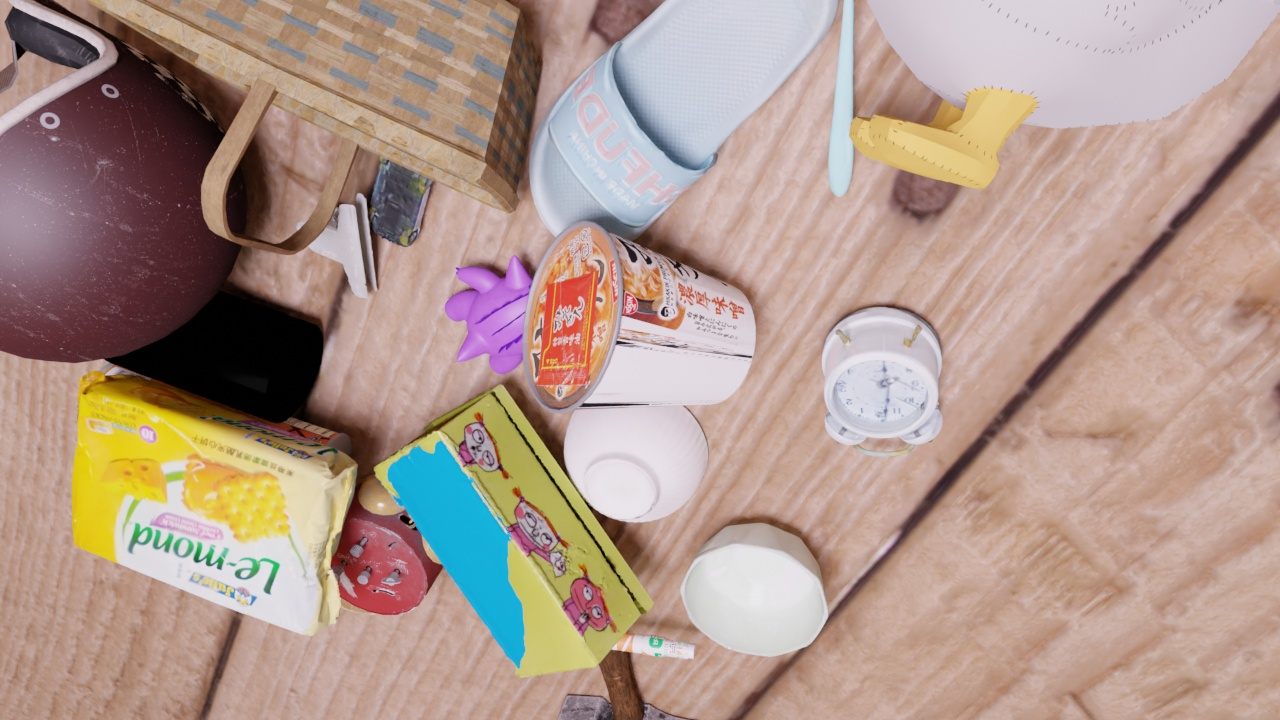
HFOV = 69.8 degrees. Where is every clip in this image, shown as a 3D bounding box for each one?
[{"bbox_3d":[-0.231,-0.090,0.690,0.056,0.046,0.102,25,142,9],"label":"clip"}]

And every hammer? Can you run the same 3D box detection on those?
[{"bbox_3d":[0.004,0.245,0.829,0.218,0.037,0.301,-3,117,17],"label":"hammer"}]

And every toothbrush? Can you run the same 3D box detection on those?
[{"bbox_3d":[0.123,-0.176,0.547,0.016,0.016,0.181,5,133,13],"label":"toothbrush"}]

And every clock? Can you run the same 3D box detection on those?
[{"bbox_3d":[-0.223,0.162,0.817,0.117,0.081,0.159,41,121,-9],"label":"clock"},{"bbox_3d":[0.169,0.021,0.643,0.083,0.056,0.118,-3,125,17],"label":"clock"}]

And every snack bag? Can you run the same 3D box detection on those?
[{"bbox_3d":[-0.343,0.108,0.738,0.247,0.068,0.160,20,115,4],"label":"snack bag"}]

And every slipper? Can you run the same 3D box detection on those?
[{"bbox_3d":[0.016,-0.160,0.571,0.104,0.074,0.246,45,119,-11],"label":"slipper"}]

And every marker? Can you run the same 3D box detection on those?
[{"bbox_3d":[-0.024,0.246,0.806,0.145,0.017,0.017,4,120,14],"label":"marker"}]

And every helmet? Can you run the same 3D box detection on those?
[{"bbox_3d":[-0.394,-0.128,0.611,0.253,0.233,0.233,42,95,5],"label":"helmet"}]

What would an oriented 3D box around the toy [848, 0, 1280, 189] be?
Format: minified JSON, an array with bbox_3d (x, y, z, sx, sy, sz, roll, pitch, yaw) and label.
[{"bbox_3d":[0.201,-0.217,0.457,0.246,0.140,0.268,24,105,-1],"label":"toy"}]

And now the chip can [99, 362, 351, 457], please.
[{"bbox_3d":[-0.371,0.067,0.807,0.215,0.075,0.075,18,122,5],"label":"chip can"}]

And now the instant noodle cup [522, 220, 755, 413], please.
[{"bbox_3d":[0.003,-0.020,0.615,0.121,0.123,0.124,9,129,-33],"label":"instant noodle cup"}]

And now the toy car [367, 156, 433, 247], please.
[{"bbox_3d":[-0.172,-0.124,0.669,0.039,0.027,0.090,31,128,3],"label":"toy car"}]

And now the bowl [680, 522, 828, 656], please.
[{"bbox_3d":[0.095,0.178,0.750,0.117,0.061,0.118,7,121,11],"label":"bowl"}]

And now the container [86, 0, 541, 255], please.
[{"bbox_3d":[-0.197,-0.154,0.561,0.250,0.157,0.186,25,92,0],"label":"container"}]

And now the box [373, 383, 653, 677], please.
[{"bbox_3d":[-0.104,0.139,0.737,0.125,0.081,0.221,-30,95,45],"label":"box"}]

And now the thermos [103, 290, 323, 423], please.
[{"bbox_3d":[-0.373,-0.022,0.750,0.198,0.085,0.086,19,122,4],"label":"thermos"}]

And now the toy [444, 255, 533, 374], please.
[{"bbox_3d":[-0.100,-0.030,0.687,0.088,0.055,0.106,-31,106,24],"label":"toy"}]

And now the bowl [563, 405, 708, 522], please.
[{"bbox_3d":[-0.009,0.085,0.725,0.118,0.062,0.118,7,120,12],"label":"bowl"}]
